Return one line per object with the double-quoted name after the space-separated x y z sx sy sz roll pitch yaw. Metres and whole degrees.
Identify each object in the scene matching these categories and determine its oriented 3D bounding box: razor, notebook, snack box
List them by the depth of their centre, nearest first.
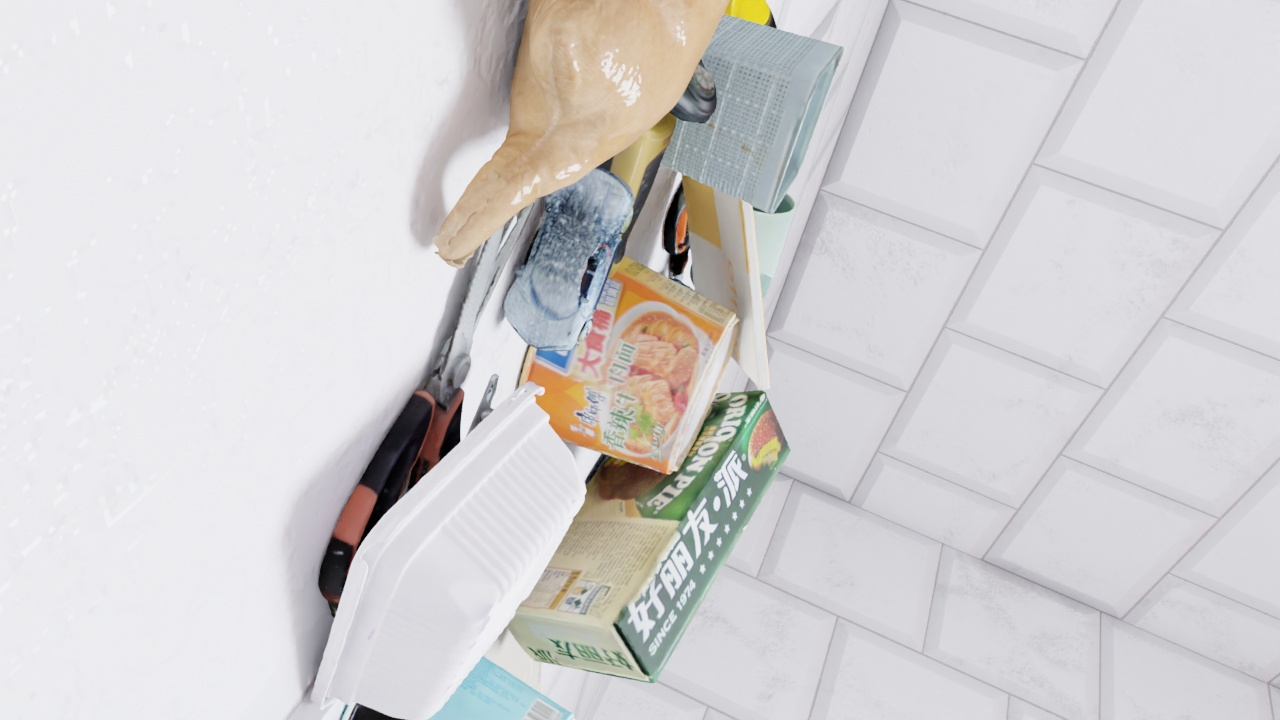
-0.005 -0.113 0.531 0.062 0.067 0.168 -57 172 -44 "razor"
0.009 0.117 0.676 0.239 0.115 0.063 -50 123 -41 "snack box"
0.062 -0.074 0.710 0.206 0.010 0.146 -119 -160 -72 "notebook"

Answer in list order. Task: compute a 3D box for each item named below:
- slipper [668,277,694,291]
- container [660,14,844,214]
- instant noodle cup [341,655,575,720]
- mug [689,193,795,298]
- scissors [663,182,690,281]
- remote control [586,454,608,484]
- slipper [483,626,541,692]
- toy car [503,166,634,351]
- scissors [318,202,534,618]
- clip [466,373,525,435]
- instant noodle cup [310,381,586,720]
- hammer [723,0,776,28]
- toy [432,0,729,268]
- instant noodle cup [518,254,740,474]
0.022 0.003 0.846 0.252 0.095 0.105 -44 157 -58 "slipper"
0.053 -0.162 0.569 0.089 0.111 0.090 -54 165 -52 "container"
-0.109 0.233 0.567 0.111 0.120 0.111 24 89 -80 "instant noodle cup"
0.099 -0.120 0.902 0.111 0.082 0.107 -65 170 -57 "mug"
0.049 -0.117 0.922 0.235 0.022 0.125 62 51 -77 "scissors"
-0.031 0.116 1.015 0.136 0.024 0.053 -56 164 -50 "remote control"
-0.119 0.238 0.717 0.113 0.054 0.275 -63 161 -48 "slipper"
-0.040 -0.054 0.497 0.106 0.049 0.031 -69 166 9 "toy car"
-0.099 0.023 0.458 0.214 0.015 0.196 101 15 -47 "scissors"
-0.083 0.034 0.484 0.056 0.028 0.024 -61 170 -12 "clip"
-0.089 0.107 0.462 0.137 0.060 0.174 -48 172 -48 "instant noodle cup"
0.091 -0.279 0.743 0.300 0.033 0.129 -25 137 -76 "hammer"
-0.014 -0.137 0.385 0.226 0.082 0.143 -66 165 12 "toy"
-0.004 0.004 0.641 0.151 0.111 0.151 24 89 -80 "instant noodle cup"
